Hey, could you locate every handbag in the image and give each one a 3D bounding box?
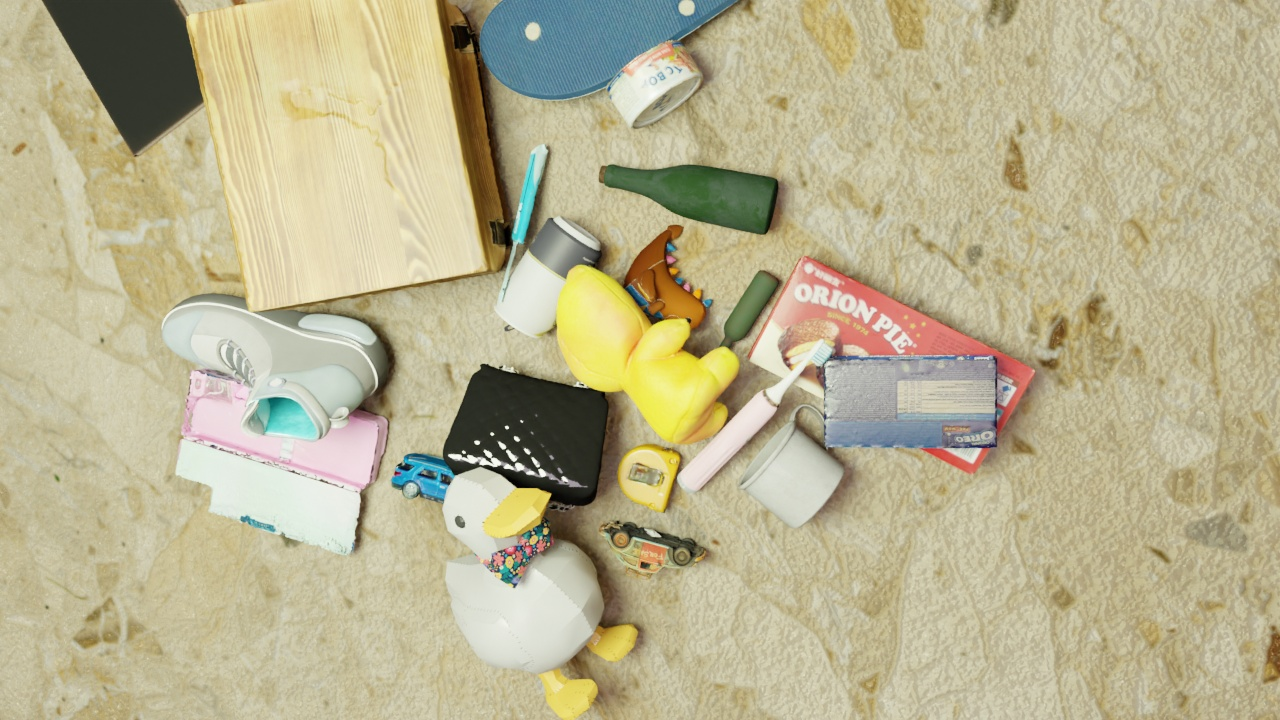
[{"bbox_3d":[-0.108,0.077,0.935,0.154,0.115,0.125,11,72,4],"label":"handbag"}]

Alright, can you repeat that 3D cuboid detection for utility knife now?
[{"bbox_3d":[-0.117,-0.137,0.917,0.022,0.015,0.168,-4,70,50],"label":"utility knife"}]

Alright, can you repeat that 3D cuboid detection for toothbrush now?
[{"bbox_3d":[0.106,0.055,0.874,0.026,0.027,0.223,40,125,0],"label":"toothbrush"}]

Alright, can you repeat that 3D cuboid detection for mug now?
[{"bbox_3d":[0.154,0.100,0.891,0.070,0.084,0.113,39,69,2],"label":"mug"}]

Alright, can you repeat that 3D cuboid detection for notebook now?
[{"bbox_3d":[-0.560,-0.353,1.012,0.141,0.008,0.209,-31,90,12],"label":"notebook"}]

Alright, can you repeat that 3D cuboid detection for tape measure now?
[{"bbox_3d":[0.007,0.115,0.941,0.059,0.030,0.068,17,98,7],"label":"tape measure"}]

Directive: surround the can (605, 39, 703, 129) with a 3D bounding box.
[{"bbox_3d":[0.014,-0.261,0.871,0.086,0.086,0.043,-33,89,12],"label":"can"}]

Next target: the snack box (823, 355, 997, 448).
[{"bbox_3d":[0.241,0.037,0.826,0.150,0.027,0.082,1,99,13],"label":"snack box"}]

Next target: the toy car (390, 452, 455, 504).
[{"bbox_3d":[-0.204,0.131,0.971,0.120,0.056,0.043,17,98,10],"label":"toy car"}]

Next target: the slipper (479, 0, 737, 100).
[{"bbox_3d":[-0.011,-0.338,0.884,0.295,0.060,0.118,-24,94,10],"label":"slipper"}]

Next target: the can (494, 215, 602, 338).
[{"bbox_3d":[-0.096,-0.079,0.922,0.064,0.064,0.127,36,101,5],"label":"can"}]

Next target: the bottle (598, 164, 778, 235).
[{"bbox_3d":[0.044,-0.165,0.892,0.174,0.055,0.055,13,98,11],"label":"bottle"}]

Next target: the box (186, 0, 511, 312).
[{"bbox_3d":[-0.267,-0.205,0.907,0.247,0.176,0.279,-10,94,1],"label":"box"}]

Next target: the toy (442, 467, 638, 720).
[{"bbox_3d":[-0.120,0.219,0.904,0.247,0.140,0.267,-14,115,49],"label":"toy"}]

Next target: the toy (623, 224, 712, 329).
[{"bbox_3d":[0.034,-0.080,0.914,0.090,0.071,0.103,33,78,-7],"label":"toy"}]

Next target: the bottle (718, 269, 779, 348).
[{"bbox_3d":[0.100,-0.040,0.908,0.025,0.025,0.106,33,101,6],"label":"bottle"}]

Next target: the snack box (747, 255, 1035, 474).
[{"bbox_3d":[0.232,0.001,0.869,0.236,0.060,0.113,27,102,7],"label":"snack box"}]

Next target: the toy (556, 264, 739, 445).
[{"bbox_3d":[-0.005,0.005,0.878,0.194,0.135,0.087,36,59,15],"label":"toy"}]

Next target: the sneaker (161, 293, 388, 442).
[{"bbox_3d":[-0.402,0.014,0.939,0.257,0.160,0.093,10,124,7],"label":"sneaker"}]

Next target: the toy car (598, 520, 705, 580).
[{"bbox_3d":[0.009,0.198,0.940,0.112,0.047,0.047,13,98,11],"label":"toy car"}]

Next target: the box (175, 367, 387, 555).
[{"bbox_3d":[-0.402,0.111,1.017,0.230,0.035,0.159,15,99,9],"label":"box"}]
